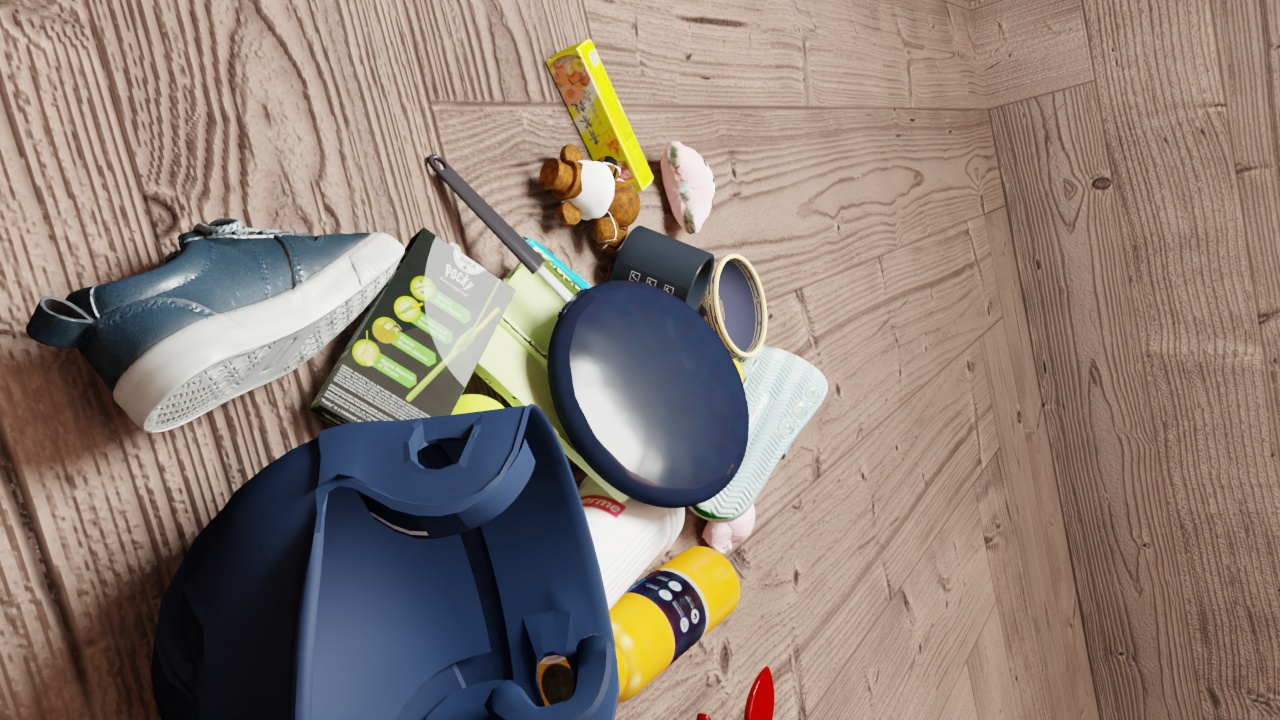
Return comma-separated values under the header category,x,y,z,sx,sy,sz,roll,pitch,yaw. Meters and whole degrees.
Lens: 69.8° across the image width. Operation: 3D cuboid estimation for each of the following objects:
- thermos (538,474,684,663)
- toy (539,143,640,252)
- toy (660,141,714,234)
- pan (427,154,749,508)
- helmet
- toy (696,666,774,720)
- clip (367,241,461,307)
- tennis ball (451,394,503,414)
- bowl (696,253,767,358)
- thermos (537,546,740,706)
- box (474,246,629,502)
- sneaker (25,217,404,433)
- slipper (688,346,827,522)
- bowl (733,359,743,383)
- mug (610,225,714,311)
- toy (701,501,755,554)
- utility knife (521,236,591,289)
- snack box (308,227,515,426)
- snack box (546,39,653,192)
category,x,y,z,sx,sy,sz,roll,pitch,yaw
thermos,-0.032,0.149,0.732,0.219,0.099,0.099,-39,115,-63
toy,-0.046,-0.152,0.841,0.112,0.067,0.087,14,71,-44
toy,0.055,-0.193,1.001,0.095,0.053,0.099,-48,126,-63
pan,-0.040,-0.034,0.739,0.356,0.021,0.198,46,47,-8
helmet,-0.139,0.158,0.481,0.271,0.223,0.232,-102,176,-54
toy,0.070,0.393,0.835,0.196,0.121,0.158,-20,97,-45
clip,-0.158,-0.046,0.690,0.054,0.040,0.101,52,41,-7
tennis ball,-0.124,0.057,0.673,0.065,0.065,0.065,17,69,-53
bowl,0.085,-0.055,1.003,0.112,0.061,0.112,17,69,-53
thermos,0.004,0.245,0.808,0.232,0.076,0.091,-17,100,-56
box,-0.057,0.012,0.742,0.187,0.047,0.140,43,45,-12
sneaker,-0.228,-0.040,0.532,0.087,0.089,0.235,46,26,-2
slipper,0.116,0.078,0.995,0.104,0.074,0.244,32,55,6
bowl,0.044,0.044,0.893,0.067,0.118,0.117,21,60,-12
mug,0.022,-0.076,0.894,0.071,0.077,0.105,-62,166,-19
toy,0.101,0.158,0.994,0.063,0.047,0.109,63,32,-25
utility knife,-0.079,-0.084,0.812,0.123,0.022,0.015,37,54,-42
snack box,-0.155,-0.010,0.637,0.080,0.025,0.147,35,62,-22
snack box,-0.037,-0.230,0.883,0.028,0.040,0.148,-55,127,-45
